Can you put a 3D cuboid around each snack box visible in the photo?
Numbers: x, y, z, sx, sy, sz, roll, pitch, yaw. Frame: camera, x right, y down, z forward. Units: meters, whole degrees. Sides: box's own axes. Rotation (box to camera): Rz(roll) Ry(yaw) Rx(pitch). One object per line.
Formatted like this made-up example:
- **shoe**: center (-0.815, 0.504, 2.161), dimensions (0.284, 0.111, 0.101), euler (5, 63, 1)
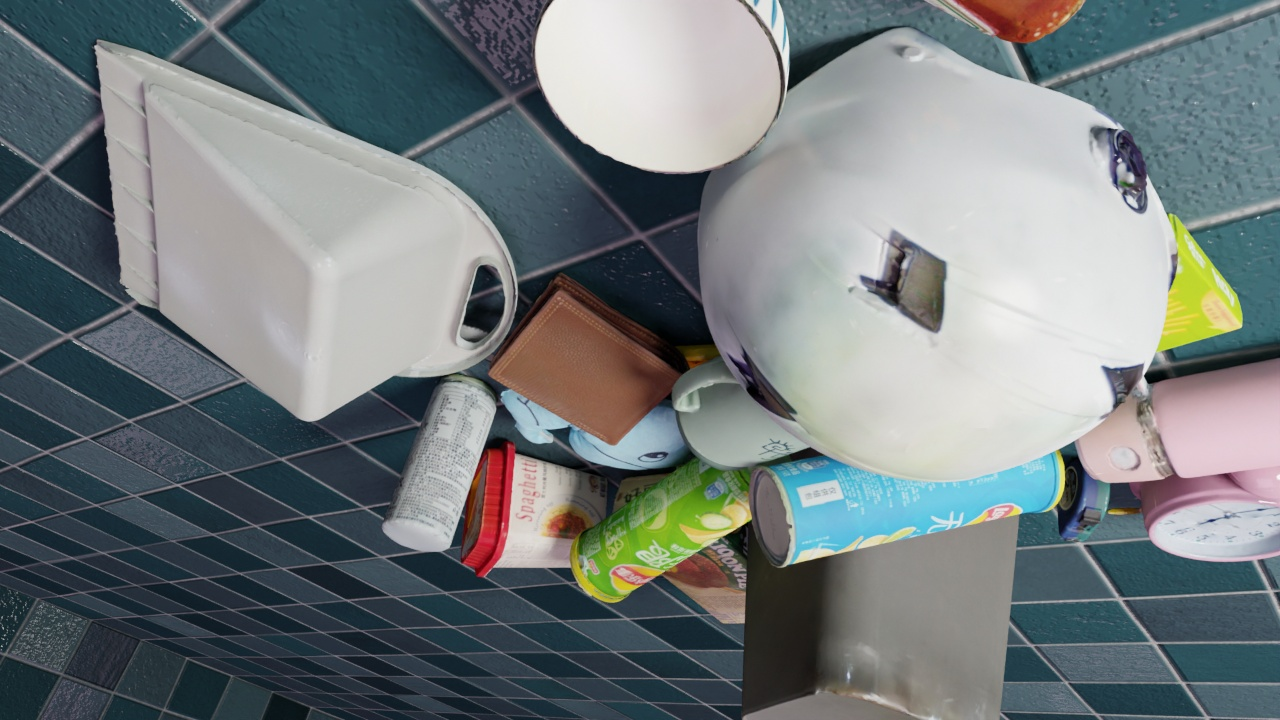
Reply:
- **snack box**: center (0.081, 0.196, 0.931), dimensions (0.115, 0.063, 0.240), euler (-11, 139, 33)
- **snack box**: center (0.263, -0.026, 0.559), dimensions (0.085, 0.026, 0.157), euler (34, 142, -29)

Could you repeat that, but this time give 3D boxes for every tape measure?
- **tape measure**: center (0.338, 0.104, 0.699), dimensions (0.025, 0.058, 0.055), euler (11, 143, 5)

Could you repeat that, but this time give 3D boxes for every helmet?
- **helmet**: center (0.146, -0.021, 0.475), dimensions (0.258, 0.145, 0.230), euler (33, 141, -15)

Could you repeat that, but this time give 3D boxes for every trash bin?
- **trash bin**: center (0.189, 0.194, 0.745), dimensions (0.198, 0.219, 0.200), euler (22, 145, -13)

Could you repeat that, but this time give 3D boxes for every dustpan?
- **dustpan**: center (-0.226, -0.077, 0.647), dimensions (0.258, 0.142, 0.223), euler (40, 136, 13)

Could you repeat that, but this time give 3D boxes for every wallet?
- **wallet**: center (-0.039, 0.005, 0.684), dimensions (0.124, 0.032, 0.101), euler (32, 124, -18)

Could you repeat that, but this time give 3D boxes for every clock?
- **clock**: center (0.426, 0.090, 0.642), dimensions (0.117, 0.059, 0.159), euler (24, 144, -16)

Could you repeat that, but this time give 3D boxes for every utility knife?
- **utility knife**: center (-0.004, 0.004, 0.716), dimensions (0.218, 0.015, 0.033), euler (-3, 143, 25)

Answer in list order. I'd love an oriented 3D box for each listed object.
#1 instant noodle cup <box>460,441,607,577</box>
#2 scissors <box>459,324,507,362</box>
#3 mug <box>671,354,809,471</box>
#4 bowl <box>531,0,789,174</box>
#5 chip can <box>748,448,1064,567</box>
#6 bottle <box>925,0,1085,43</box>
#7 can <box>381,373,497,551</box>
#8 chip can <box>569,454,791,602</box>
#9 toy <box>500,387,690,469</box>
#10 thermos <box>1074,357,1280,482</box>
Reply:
- **instant noodle cup**: center (-0.103, 0.152, 0.900), dimensions (0.124, 0.116, 0.117), euler (12, 150, -18)
- **scissors**: center (-0.205, -0.032, 0.713), dimensions (0.214, 0.015, 0.197), euler (-14, 135, 34)
- **mug**: center (0.070, 0.025, 0.623), dimensions (0.111, 0.082, 0.107), euler (12, 156, -33)
- **bowl**: center (0.014, -0.151, 0.429), dimensions (0.116, 0.066, 0.117), euler (11, 147, 7)
- **chip can**: center (0.186, 0.091, 0.645), dimensions (0.210, 0.071, 0.071), euler (-9, 150, -14)
- **bottle**: center (0.082, -0.192, 0.351), dimensions (0.206, 0.059, 0.060), euler (23, 146, -12)
- **can**: center (-0.168, 0.086, 0.782), dimensions (0.058, 0.146, 0.058), euler (10, 147, 6)
- **chip can**: center (0.033, 0.131, 0.776), dimensions (0.072, 0.072, 0.222), euler (32, 129, -25)
- **toy**: center (-0.027, 0.056, 0.771), dimensions (0.162, 0.049, 0.156), euler (-17, 138, 35)
- **thermos**: center (0.375, 0.026, 0.569), dimensions (0.199, 0.067, 0.087), euler (-15, 106, 40)
